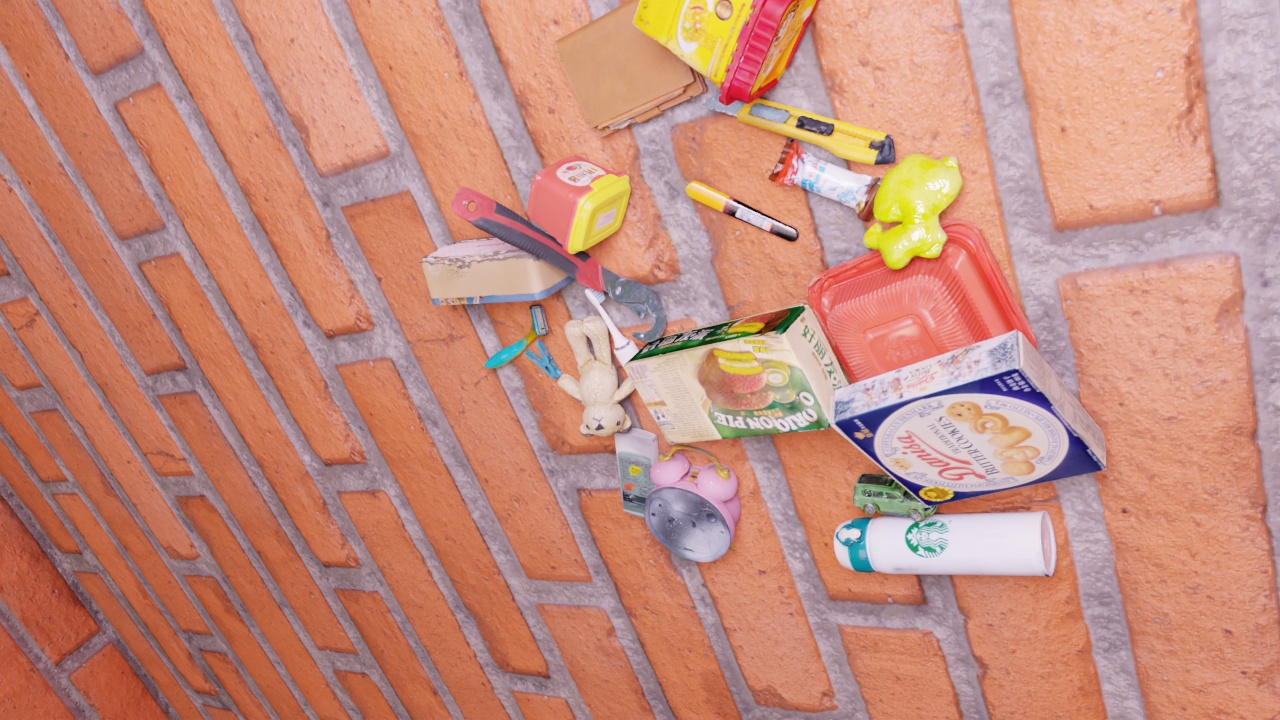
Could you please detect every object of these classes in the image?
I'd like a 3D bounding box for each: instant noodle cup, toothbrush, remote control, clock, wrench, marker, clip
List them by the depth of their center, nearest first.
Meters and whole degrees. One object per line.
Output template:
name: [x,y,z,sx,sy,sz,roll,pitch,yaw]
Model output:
instant noodle cup: [0.071,-0.297,0.779,0.124,0.115,0.116,33,131,11]
instant noodle cup: [0.256,-0.029,0.873,0.189,0.078,0.164,-23,106,40]
marker: [0.103,-0.150,0.925,0.124,0.015,0.018,27,132,9]
wrench: [-0.080,-0.105,0.991,0.273,0.056,0.016,32,172,-21]
toothbrush: [-0.006,0.006,1.072,0.027,0.026,0.221,14,138,60]
clock: [0.066,0.171,1.131,0.117,0.059,0.159,11,126,26]
clip: [-0.121,0.001,1.159,0.055,0.013,0.034,47,132,-5]
remote control: [-0.001,0.146,1.180,0.056,0.019,0.135,11,125,25]

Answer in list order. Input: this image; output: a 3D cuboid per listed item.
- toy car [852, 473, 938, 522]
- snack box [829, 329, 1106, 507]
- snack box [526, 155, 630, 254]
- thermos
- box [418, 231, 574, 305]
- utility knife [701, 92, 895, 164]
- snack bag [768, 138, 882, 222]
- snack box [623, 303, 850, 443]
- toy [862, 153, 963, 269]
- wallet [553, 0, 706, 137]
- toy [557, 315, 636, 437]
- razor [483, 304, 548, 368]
toy car: [0.277,0.147,1.000,0.091,0.043,0.036,7,123,27]
snack box: [0.301,0.063,0.846,0.183,0.045,0.178,-23,132,38]
snack box: [-0.067,-0.167,0.966,0.080,0.091,0.082,32,132,17]
thermos: [0.321,0.198,0.991,0.225,0.073,0.073,-8,115,35]
box: [-0.160,-0.107,1.060,0.185,0.089,0.063,2,115,31]
utility knife: [0.144,-0.216,0.845,0.190,0.033,0.015,21,173,17]
snack bag: [0.176,-0.169,0.859,0.104,0.026,0.048,29,122,12]
snack box: [0.097,0.020,0.979,0.241,0.063,0.114,-13,114,49]
toy: [0.240,-0.135,0.814,0.097,0.031,0.100,-18,74,26]
wallet: [-0.012,-0.285,0.891,0.132,0.031,0.108,-15,108,37]
toy: [-0.053,0.021,1.097,0.105,0.066,0.157,-7,112,10]
razor: [-0.157,-0.021,1.155,0.133,0.028,0.043,-36,63,40]
